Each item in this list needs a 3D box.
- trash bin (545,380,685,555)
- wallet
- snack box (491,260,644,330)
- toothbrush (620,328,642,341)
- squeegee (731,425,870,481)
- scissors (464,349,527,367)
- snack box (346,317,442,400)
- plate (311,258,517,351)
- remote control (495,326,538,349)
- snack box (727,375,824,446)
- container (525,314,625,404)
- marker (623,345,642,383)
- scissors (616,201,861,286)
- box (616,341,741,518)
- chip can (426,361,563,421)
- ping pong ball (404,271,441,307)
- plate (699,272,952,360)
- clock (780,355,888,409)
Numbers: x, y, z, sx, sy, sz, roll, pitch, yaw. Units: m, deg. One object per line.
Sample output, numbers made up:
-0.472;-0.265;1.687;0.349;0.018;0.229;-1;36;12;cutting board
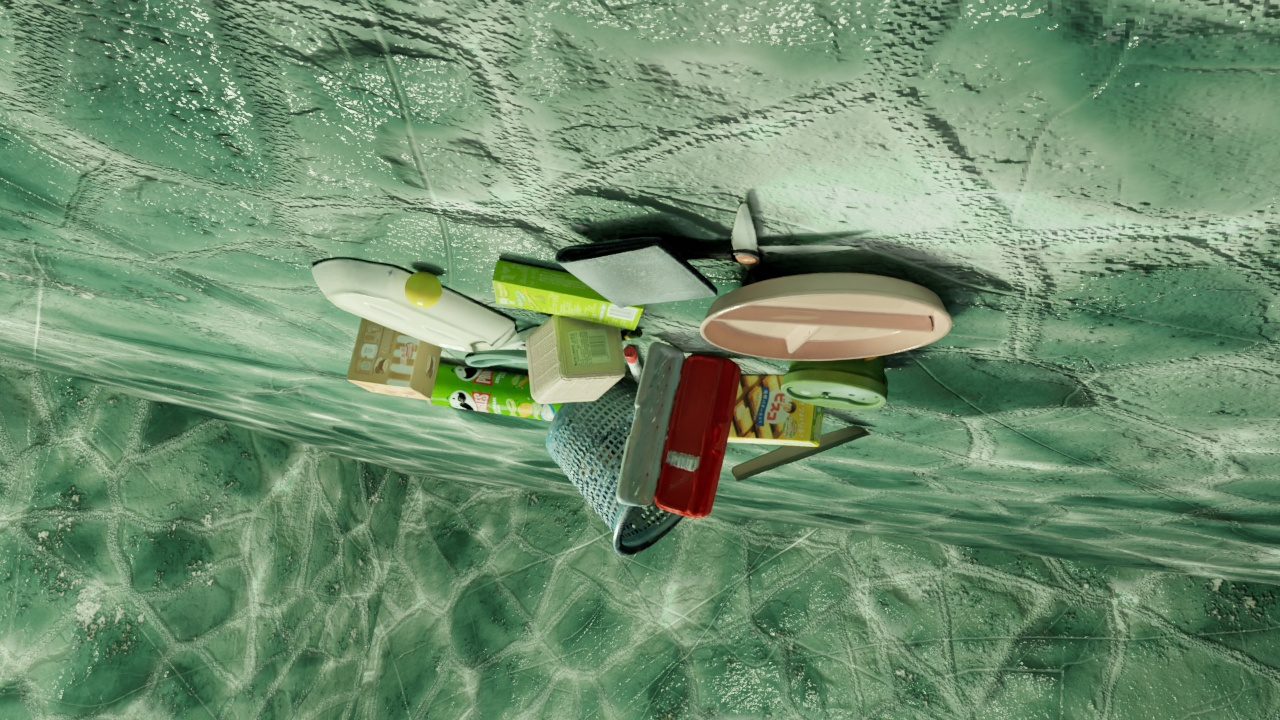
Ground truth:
-0.021;0.133;1.324;0.195;0.226;0.226;39;179;25;trash bin
-0.003;-0.078;0.823;0.121;0.019;0.097;-2;156;39;wallet
-0.075;-0.068;0.966;0.156;0.026;0.086;10;166;-3;snack box
-0.048;-0.022;1.161;0.017;0.012;0.186;11;167;-31;toothbrush
0.178;0.111;1.431;0.247;0.040;0.250;-16;-167;-27;squeegee
-0.133;0.002;1.206;0.170;0.019;0.180;-4;169;22;scissors
-0.337;-0.002;1.269;0.094;0.092;0.077;7;166;12;snack box
-0.273;-0.058;1.124;0.162;0.034;0.265;-2;162;39;plate
-0.146;-0.019;1.220;0.058;0.021;0.150;17;165;-28;remote control
0.168;0.064;1.192;0.141;0.086;0.033;1;164;34;snack box
-0.074;-0.006;1.060;0.089;0.090;0.111;-3;168;-21;container
-0.007;0.007;1.235;0.017;0.017;0.145;8;166;7;marker
0.084;-0.085;0.797;0.234;0.021;0.220;3;165;28;scissors
0.045;0.085;1.112;0.102;0.201;0.100;10;175;30;box
-0.213;0.051;1.443;0.236;0.072;0.072;8;166;7;chip can
-0.239;-0.078;1.011;0.040;0.040;0.040;9;166;2;ping pong ball
0.170;-0.038;0.858;0.229;0.028;0.230;2;167;0;plate
0.222;0.019;1.038;0.116;0.056;0.161;7;166;15;clock
